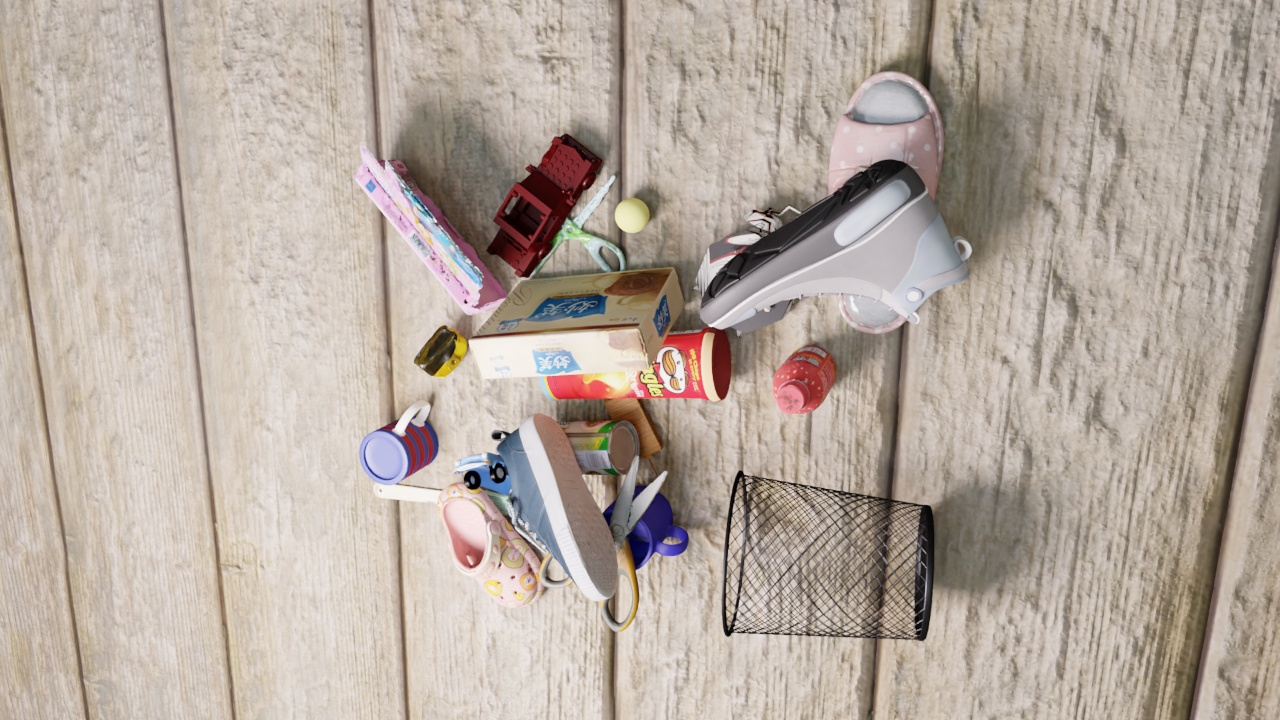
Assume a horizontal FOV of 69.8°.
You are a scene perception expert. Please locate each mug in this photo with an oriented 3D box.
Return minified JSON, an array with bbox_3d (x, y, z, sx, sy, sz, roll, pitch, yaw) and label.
[{"bbox_3d":[-0.314,0.104,1.219,0.075,0.076,0.112,31,111,10],"label":"mug"},{"bbox_3d":[0.005,0.209,1.125,0.111,0.083,0.079,15,107,16],"label":"mug"}]

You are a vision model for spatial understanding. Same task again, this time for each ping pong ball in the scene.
[{"bbox_3d":[-0.010,-0.168,1.064,0.040,0.040,0.040,5,104,19],"label":"ping pong ball"}]

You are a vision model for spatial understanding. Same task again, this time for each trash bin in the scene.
[{"bbox_3d":[0.207,0.223,1.013,0.210,0.183,0.184,3,104,13],"label":"trash bin"}]

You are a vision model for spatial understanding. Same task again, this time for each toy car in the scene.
[{"bbox_3d":[-0.120,-0.180,1.078,0.070,0.061,0.170,39,110,10],"label":"toy car"},{"bbox_3d":[-0.164,0.142,1.148,0.056,0.153,0.054,-17,59,31],"label":"toy car"}]

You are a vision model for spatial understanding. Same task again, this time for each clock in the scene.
[{"bbox_3d":[0.133,-0.102,1.015,0.114,0.065,0.155,47,114,4],"label":"clock"}]

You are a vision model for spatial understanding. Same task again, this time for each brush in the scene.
[{"bbox_3d":[-0.276,0.188,1.262,0.218,0.012,0.033,3,104,21],"label":"brush"},{"bbox_3d":[0.002,0.099,1.136,0.048,0.017,0.126,-25,94,23],"label":"brush"}]

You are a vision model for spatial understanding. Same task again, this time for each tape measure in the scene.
[{"bbox_3d":[-0.252,-0.008,1.176,0.037,0.064,0.065,37,83,17],"label":"tape measure"}]

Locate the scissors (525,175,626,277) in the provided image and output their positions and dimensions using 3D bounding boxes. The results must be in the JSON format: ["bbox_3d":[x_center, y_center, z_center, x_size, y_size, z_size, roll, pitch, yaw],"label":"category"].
[{"bbox_3d":[-0.083,-0.158,1.110,0.172,0.021,0.173,-44,81,25],"label":"scissors"}]

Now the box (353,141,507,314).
[{"bbox_3d":[-0.259,-0.155,1.099,0.062,0.161,0.230,-40,87,1],"label":"box"}]

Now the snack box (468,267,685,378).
[{"bbox_3d":[-0.069,-0.044,1.051,0.208,0.152,0.055,-3,119,21],"label":"snack box"}]

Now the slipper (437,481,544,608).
[{"bbox_3d":[-0.209,0.255,1.208,0.093,0.081,0.197,-29,99,26],"label":"slipper"}]

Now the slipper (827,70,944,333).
[{"bbox_3d":[0.254,-0.161,0.964,0.114,0.054,0.274,4,105,19],"label":"slipper"}]

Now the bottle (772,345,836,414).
[{"bbox_3d":[0.174,0.026,0.992,0.062,0.137,0.062,5,104,20],"label":"bottle"}]

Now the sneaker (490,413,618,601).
[{"bbox_3d":[-0.104,0.174,1.056,0.087,0.089,0.235,-32,69,21],"label":"sneaker"}]

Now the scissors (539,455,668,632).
[{"bbox_3d":[-0.024,0.221,1.083,0.175,0.016,0.226,45,111,6],"label":"scissors"}]

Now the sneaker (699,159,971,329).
[{"bbox_3d":[0.197,-0.075,0.934,0.257,0.092,0.160,-35,107,22],"label":"sneaker"}]

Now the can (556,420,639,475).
[{"bbox_3d":[-0.068,0.107,1.124,0.121,0.067,0.067,-4,102,33],"label":"can"}]

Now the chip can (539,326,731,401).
[{"bbox_3d":[-0.006,0.006,1.081,0.214,0.086,0.087,-2,102,21],"label":"chip can"}]
